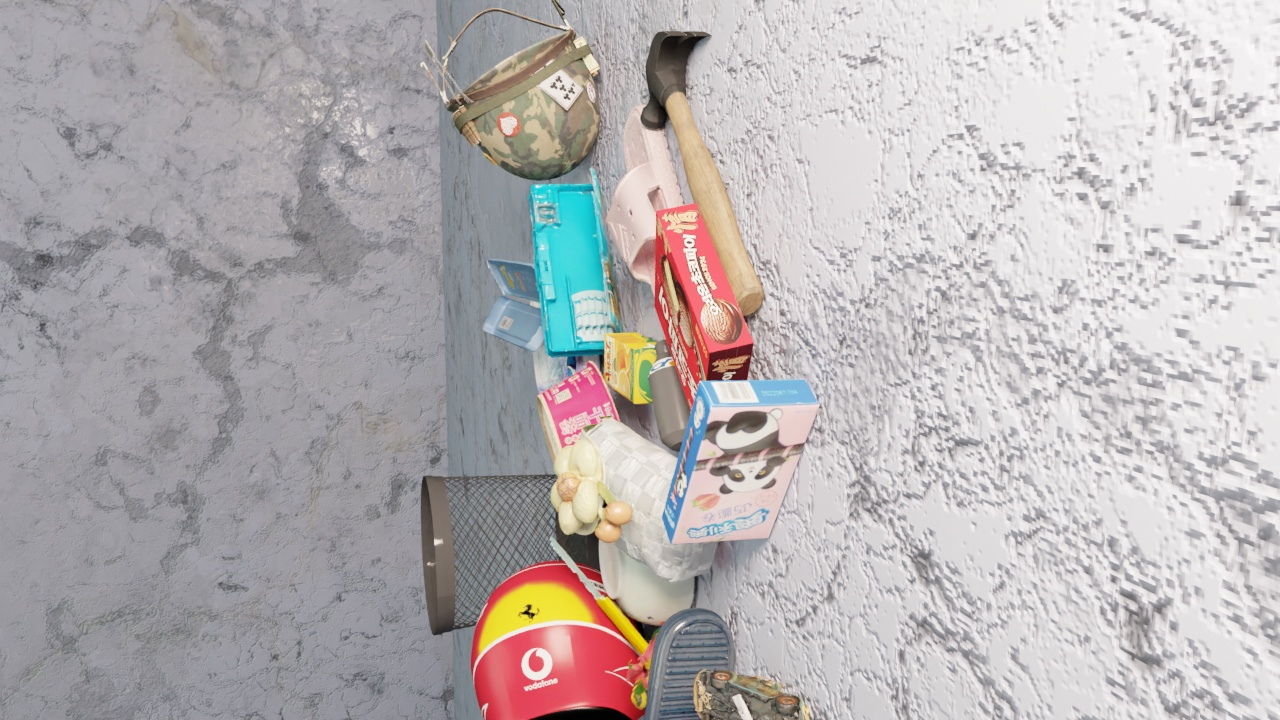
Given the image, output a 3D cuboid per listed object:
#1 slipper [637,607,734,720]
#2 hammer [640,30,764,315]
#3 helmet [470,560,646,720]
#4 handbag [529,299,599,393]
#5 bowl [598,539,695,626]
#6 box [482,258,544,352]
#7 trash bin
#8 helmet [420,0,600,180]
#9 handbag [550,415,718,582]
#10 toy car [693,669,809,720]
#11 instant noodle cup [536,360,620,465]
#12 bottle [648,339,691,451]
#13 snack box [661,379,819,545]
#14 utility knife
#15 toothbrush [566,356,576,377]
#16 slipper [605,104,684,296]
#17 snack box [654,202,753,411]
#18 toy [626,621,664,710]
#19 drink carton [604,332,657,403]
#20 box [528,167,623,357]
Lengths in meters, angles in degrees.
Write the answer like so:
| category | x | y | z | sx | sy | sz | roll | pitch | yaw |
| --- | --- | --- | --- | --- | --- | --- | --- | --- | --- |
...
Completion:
| category | x | y | z | sx | sy | sz | roll | pitch | yaw |
| --- | --- | --- | --- | --- | --- | --- | --- | --- | --- |
| slipper | 0.032 | 0.354 | 0.867 | 0.082 | 0.101 | 0.263 | -159 | 71 | -69 |
| hammer | 0.056 | -0.173 | 0.825 | 0.133 | 0.040 | 0.305 | 107 | 153 | -53 |
| helmet | -0.085 | 0.351 | 1.053 | 0.224 | 0.198 | 0.271 | -102 | -6 | -49 |
| handbag | -0.093 | -0.031 | 1.253 | 0.127 | 0.069 | 0.158 | -15 | 78 | 58 |
| bowl | 0.000 | 0.210 | 0.984 | 0.153 | 0.072 | 0.153 | 177 | 91 | -73 |
| box | -0.167 | -0.081 | 1.267 | 0.210 | 0.047 | 0.122 | 18 | 104 | 62 |
| trash bin | -0.187 | 0.265 | 1.309 | 0.218 | 0.227 | 0.217 | 177 | 91 | -72 |
| helmet | -0.151 | -0.347 | 1.152 | 0.236 | 0.192 | 0.224 | 59 | 178 | 8 |
| handbag | -0.008 | 0.135 | 0.870 | 0.172 | 0.123 | 0.112 | 25 | 107 | 41 |
| toy car | 0.097 | 0.280 | 0.744 | 0.112 | 0.047 | 0.047 | 6 | 100 | 42 |
| instant noodle cup | -0.071 | 0.096 | 1.107 | 0.179 | 0.077 | 0.178 | 162 | 91 | -78 |
| bottle | 0.034 | 0.032 | 0.897 | 0.047 | 0.047 | 0.112 | 122 | 141 | -60 |
| snack box | 0.075 | 0.082 | 0.716 | 0.033 | 0.088 | 0.154 | -109 | 24 | -48 |
| utility knife | -0.022 | 0.272 | 0.957 | 0.227 | 0.019 | 0.031 | 47 | 145 | -3 |
| toothbrush | -0.092 | 0.008 | 1.185 | 0.016 | 0.017 | 0.189 | 6 | 101 | 39 |
| slipper | -0.001 | -0.162 | 0.951 | 0.094 | 0.064 | 0.239 | 119 | 145 | -58 |
| snack box | 0.050 | -0.033 | 0.796 | 0.133 | 0.036 | 0.152 | 90 | 165 | -56 |
| toy | 0.021 | 0.294 | 0.905 | 0.103 | 0.046 | 0.084 | -61 | -16 | 2 |
| drink carton | -0.006 | 0.006 | 1.023 | 0.122 | 0.041 | 0.058 | -150 | 60 | -69 |
| box | -0.073 | -0.129 | 1.122 | 0.117 | 0.097 | 0.226 | 129 | 135 | -66 |
